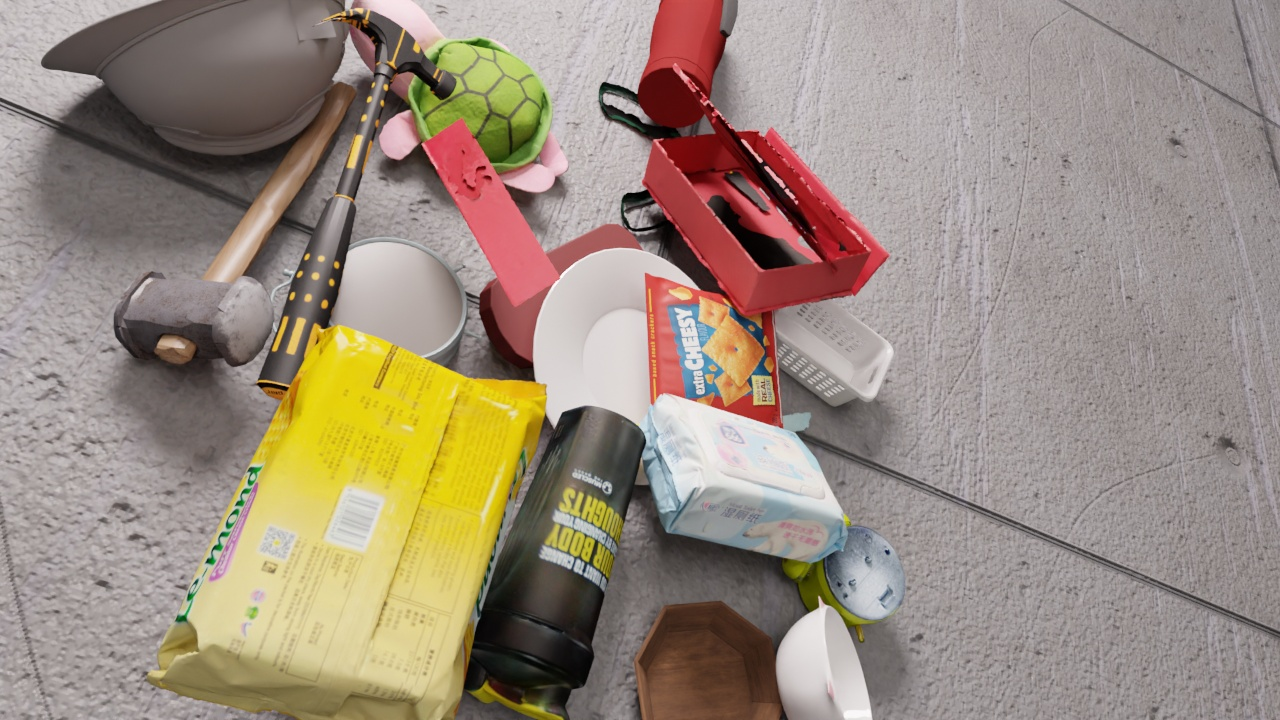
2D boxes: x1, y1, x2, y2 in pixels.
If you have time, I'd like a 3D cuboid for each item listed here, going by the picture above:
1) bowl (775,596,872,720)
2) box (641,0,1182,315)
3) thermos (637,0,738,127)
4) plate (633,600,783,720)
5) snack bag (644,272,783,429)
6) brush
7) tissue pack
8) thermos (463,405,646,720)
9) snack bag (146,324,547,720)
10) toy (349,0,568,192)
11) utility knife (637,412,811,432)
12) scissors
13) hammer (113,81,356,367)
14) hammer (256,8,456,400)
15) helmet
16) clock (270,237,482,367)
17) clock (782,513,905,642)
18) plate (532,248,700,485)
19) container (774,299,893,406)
[{"bbox_3d":[0.141,0.257,0.724,0.115,0.051,0.114,54,25,-40],"label":"bowl"},{"bbox_3d":[0.250,-0.222,0.887,0.478,0.171,0.214,-34,56,3],"label":"box"},{"bbox_3d":[0.060,-0.353,1.003,0.084,0.108,0.198,37,47,-28],"label":"thermos"},{"bbox_3d":[0.050,0.254,0.716,0.131,0.025,0.131,11,59,-20],"label":"plate"},{"bbox_3d":[0.066,-0.006,0.821,0.143,0.039,0.130,6,74,-32],"label":"snack bag"},{"bbox_3d":[-0.066,-0.057,0.814,0.173,0.042,0.082,-32,98,-35],"label":"brush"},{"bbox_3d":[0.085,0.098,0.752,0.181,0.070,0.112,16,30,-29],"label":"tissue pack"},{"bbox_3d":[-0.062,0.143,0.673,0.098,0.098,0.220,25,62,-12],"label":"thermos"},{"bbox_3d":[-0.152,0.091,0.531,0.159,0.068,0.246,21,56,-13],"label":"snack bag"},{"bbox_3d":[-0.166,-0.250,0.857,0.238,0.088,0.189,41,61,-8],"label":"toy"},{"bbox_3d":[0.073,0.063,0.829,0.224,0.019,0.030,-4,91,-37],"label":"utility knife"},{"bbox_3d":[0.022,-0.201,0.964,0.201,0.015,0.203,30,53,-5],"label":"scissors"},{"bbox_3d":[-0.297,-0.125,0.739,0.098,0.052,0.327,4,50,11],"label":"hammer"},{"bbox_3d":[-0.229,-0.123,0.698,0.123,0.036,0.320,30,64,-43],"label":"hammer"},{"bbox_3d":[-0.318,-0.235,0.746,0.270,0.183,0.118,-28,108,-22],"label":"helmet"},{"bbox_3d":[-0.214,-0.040,0.741,0.159,0.045,0.122,-4,64,-28],"label":"clock"},{"bbox_3d":[0.173,0.179,0.797,0.083,0.057,0.119,-35,82,-35],"label":"clock"},{"bbox_3d":[-0.005,0.005,0.806,0.208,0.015,0.208,8,77,-34],"label":"plate"},{"bbox_3d":[0.178,-0.013,0.911,0.129,0.050,0.080,36,54,-3],"label":"container"}]
